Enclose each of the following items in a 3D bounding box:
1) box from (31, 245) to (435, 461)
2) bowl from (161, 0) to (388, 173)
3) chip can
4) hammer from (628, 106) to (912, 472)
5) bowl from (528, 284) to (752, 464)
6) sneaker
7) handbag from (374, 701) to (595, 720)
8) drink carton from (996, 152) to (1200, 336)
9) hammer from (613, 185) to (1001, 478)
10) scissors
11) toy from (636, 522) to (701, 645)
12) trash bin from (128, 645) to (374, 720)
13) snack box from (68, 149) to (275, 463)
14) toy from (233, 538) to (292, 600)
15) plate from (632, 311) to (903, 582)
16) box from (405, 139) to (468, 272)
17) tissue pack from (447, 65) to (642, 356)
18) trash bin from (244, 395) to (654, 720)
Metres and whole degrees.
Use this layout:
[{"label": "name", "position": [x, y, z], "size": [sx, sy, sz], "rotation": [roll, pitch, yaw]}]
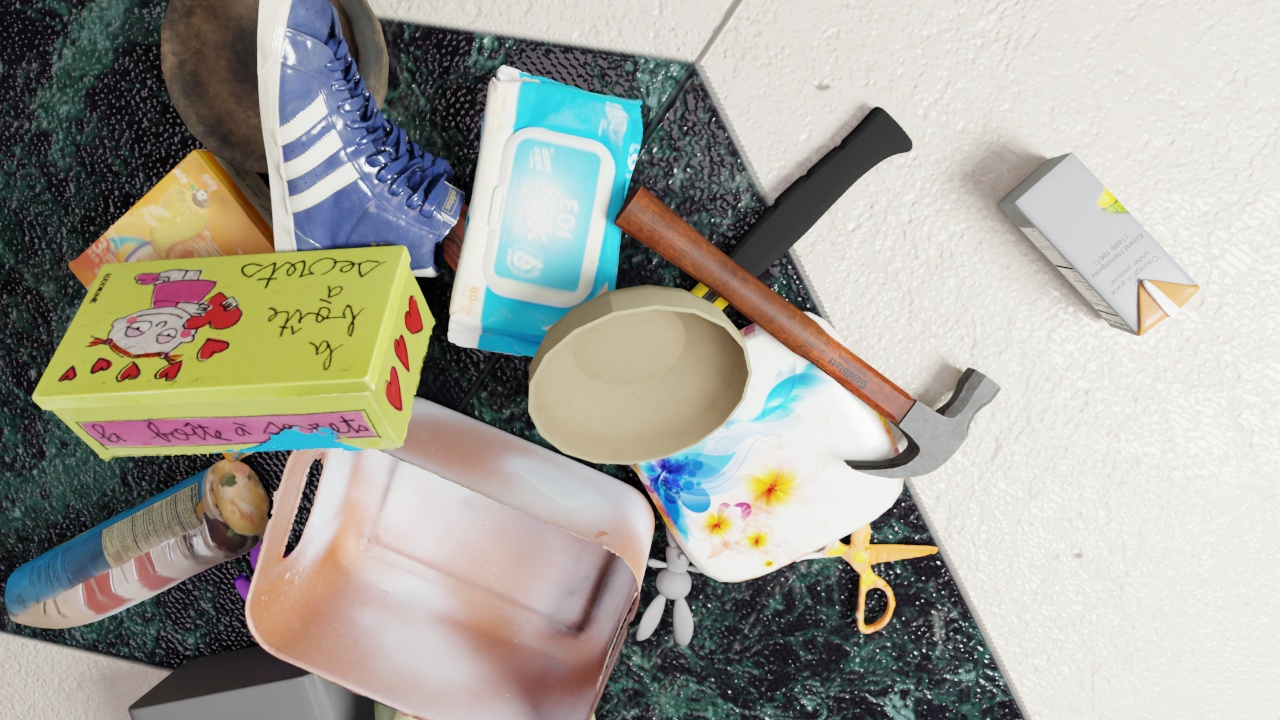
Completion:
[{"label": "box", "position": [-0.259, -0.005, 0.610], "size": [0.221, 0.124, 0.082], "rotation": [-3, 141, 10]}, {"label": "bowl", "position": [-0.262, -0.220, 0.682], "size": [0.162, 0.070, 0.162], "rotation": [2, 102, 8]}, {"label": "chip can", "position": [-0.429, 0.165, 0.786], "size": [0.230, 0.079, 0.080], "rotation": [-26, 97, 13]}, {"label": "hammer", "position": [0.068, -0.063, 0.693], "size": [0.127, 0.029, 0.324], "rotation": [45, 103, -2]}, {"label": "bowl", "position": [-0.004, 0.004, 0.630], "size": [0.152, 0.050, 0.153], "rotation": [-7, 136, -7]}, {"label": "sneaker", "position": [-0.175, -0.148, 0.604], "size": [0.118, 0.091, 0.234], "rotation": [8, 125, -7]}, {"label": "handbag", "position": [-0.126, 0.304, 0.728], "size": [0.186, 0.117, 0.113], "rotation": [-8, 75, -9]}, {"label": "drink carton", "position": [0.312, -0.079, 0.632], "size": [0.048, 0.076, 0.125], "rotation": [-43, 89, 13]}, {"label": "hammer", "position": [0.109, -0.021, 0.651], "size": [0.300, 0.028, 0.111], "rotation": [35, 93, -10]}, {"label": "scissors", "position": [0.171, 0.156, 0.730], "size": [0.130, 0.011, 0.125], "rotation": [2, 97, 5]}, {"label": "toy", "position": [0.027, 0.180, 0.747], "size": [0.049, 0.030, 0.112], "rotation": [9, 98, -9]}, {"label": "trash bin", "position": [-0.308, 0.366, 0.799], "size": [0.192, 0.097, 0.220], "rotation": [-14, 98, 11]}, {"label": "snack box", "position": [-0.316, -0.043, 0.722], "size": [0.145, 0.080, 0.195], "rotation": [-36, 95, 13]}, {"label": "toy", "position": [-0.300, 0.197, 0.782], "size": [0.106, 0.055, 0.088], "rotation": [-3, 99, 9]}, {"label": "plate", "position": [0.094, 0.072, 0.698], "size": [0.187, 0.016, 0.187], "rotation": [-28, 102, 7]}, {"label": "box", "position": [-0.144, -0.091, 0.709], "size": [0.187, 0.060, 0.058], "rotation": [51, 135, -3]}, {"label": "tissue pack", "position": [-0.069, -0.097, 0.661], "size": [0.117, 0.066, 0.209], "rotation": [10, 91, -7]}, {"label": "trash bin", "position": [-0.133, 0.152, 0.699], "size": [0.260, 0.157, 0.182], "rotation": [22, 104, 2]}]
